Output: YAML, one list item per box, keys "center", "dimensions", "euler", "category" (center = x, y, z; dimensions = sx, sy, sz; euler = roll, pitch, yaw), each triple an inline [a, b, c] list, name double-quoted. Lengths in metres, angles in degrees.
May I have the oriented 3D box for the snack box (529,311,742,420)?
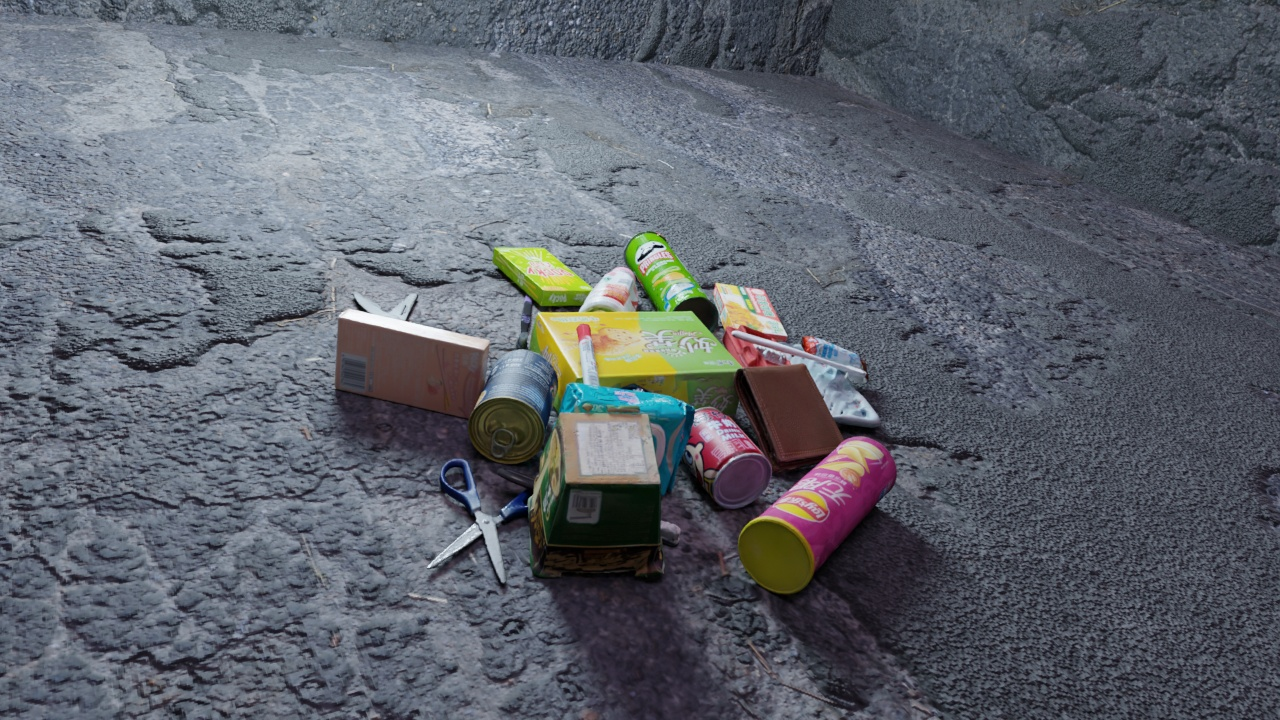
- center: [-0.006, 0.006, 1.060]
  dimensions: [0.209, 0.070, 0.157]
  euler: [-2, 30, -23]
  category: "snack box"

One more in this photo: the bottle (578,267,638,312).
- center: [-0.038, -0.077, 1.221]
  dimensions: [0.068, 0.068, 0.196]
  euler: [12, 23, 1]
  category: "bottle"

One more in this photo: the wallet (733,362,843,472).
- center: [0.165, 0.059, 1.011]
  dimensions: [0.101, 0.032, 0.124]
  euler: [-5, 61, -31]
  category: "wallet"

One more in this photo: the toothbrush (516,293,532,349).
- center: [-0.149, -0.057, 1.192]
  dimensions: [0.014, 0.017, 0.188]
  euler: [11, 25, -9]
  category: "toothbrush"

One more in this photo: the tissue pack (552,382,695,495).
- center: [-0.019, 0.077, 0.885]
  dimensions: [0.133, 0.093, 0.050]
  euler: [8, 16, -18]
  category: "tissue pack"

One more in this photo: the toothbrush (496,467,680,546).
- center: [-0.048, 0.131, 0.845]
  dimensions: [0.181, 0.018, 0.015]
  euler: [19, 34, 7]
  category: "toothbrush"

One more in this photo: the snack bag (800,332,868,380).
- center: [0.249, -0.006, 1.180]
  dimensions: [0.104, 0.026, 0.048]
  euler: [22, 30, -7]
  category: "snack bag"

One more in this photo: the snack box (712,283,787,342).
- center: [0.152, -0.063, 1.303]
  dimensions: [0.077, 0.027, 0.155]
  euler: [7, 27, -10]
  category: "snack box"

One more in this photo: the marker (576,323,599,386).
- center: [-0.055, 0.002, 0.956]
  dimensions: [0.017, 0.017, 0.145]
  euler: [5, 30, -11]
  category: "marker"

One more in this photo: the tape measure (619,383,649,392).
- center: [-0.020, 0.063, 0.950]
  dimensions: [0.033, 0.066, 0.065]
  euler: [30, 31, 29]
  category: "tape measure"

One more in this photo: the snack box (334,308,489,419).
- center: [-0.240, 0.004, 0.961]
  dimensions: [0.157, 0.085, 0.026]
  euler: [13, 24, 2]
  category: "snack box"

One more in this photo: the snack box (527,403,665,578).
- center: [-0.034, 0.109, 0.781]
  dimensions: [0.118, 0.106, 0.117]
  euler: [1, 44, -11]
  category: "snack box"

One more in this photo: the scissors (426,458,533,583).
- center: [-0.134, 0.137, 0.822]
  dimensions: [0.173, 0.012, 0.162]
  euler: [-14, 38, -40]
  category: "scissors"

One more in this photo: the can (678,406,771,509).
- center: [0.081, 0.096, 0.923]
  dimensions: [0.066, 0.067, 0.094]
  euler: [-3, 30, -26]
  category: "can"

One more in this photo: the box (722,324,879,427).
- center: [0.195, 0.023, 1.148]
  dimensions: [0.158, 0.039, 0.200]
  euler: [16, 24, -19]
  category: "box"

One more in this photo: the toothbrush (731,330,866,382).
- center: [0.197, -0.005, 1.144]
  dimensions: [0.180, 0.016, 0.016]
  euler: [18, 19, -8]
  category: "toothbrush"

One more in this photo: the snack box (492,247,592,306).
- center: [-0.139, -0.120, 1.299]
  dimensions: [0.085, 0.026, 0.156]
  euler: [-4, 30, -35]
  category: "snack box"

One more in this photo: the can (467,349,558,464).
- center: [-0.127, 0.044, 0.935]
  dimensions: [0.075, 0.075, 0.111]
  euler: [10, 26, -2]
  category: "can"

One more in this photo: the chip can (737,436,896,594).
- center: [0.174, 0.139, 0.868]
  dimensions: [0.071, 0.071, 0.210]
  euler: [26, 30, 27]
  category: "chip can"

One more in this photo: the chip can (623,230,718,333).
- center: [0.040, -0.109, 1.301]
  dimensions: [0.072, 0.072, 0.236]
  euler: [1, 29, -19]
  category: "chip can"

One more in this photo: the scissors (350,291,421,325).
- center: [-0.295, -0.036, 1.096]
  dimensions: [0.225, 0.015, 0.188]
  euler: [25, 30, 28]
  category: "scissors"
